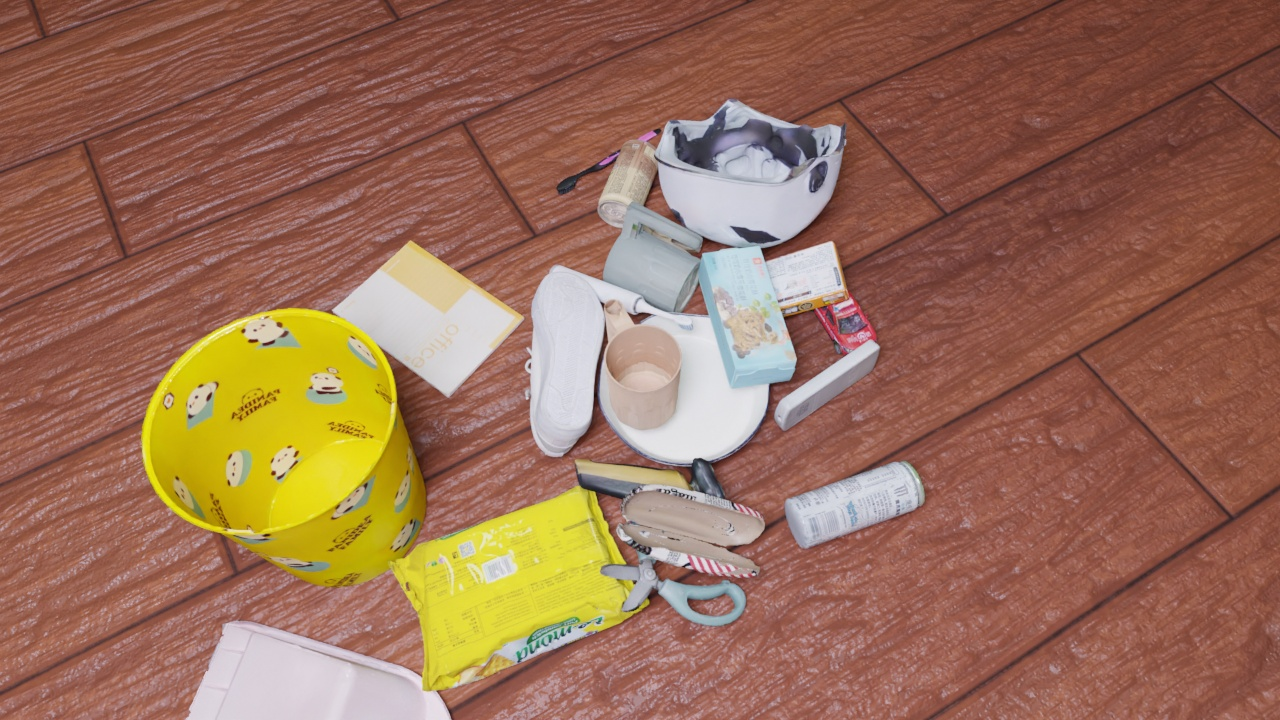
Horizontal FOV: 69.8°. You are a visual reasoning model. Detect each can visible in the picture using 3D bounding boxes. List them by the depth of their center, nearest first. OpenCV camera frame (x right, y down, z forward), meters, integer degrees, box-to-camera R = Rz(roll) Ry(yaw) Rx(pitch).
[{"bbox_3d":[0.237,0.160,1.021,0.146,0.058,0.058,-17,62,-9],"label":"can"},{"bbox_3d":[-0.015,-0.242,1.252,0.058,0.059,0.116,15,62,9],"label":"can"}]

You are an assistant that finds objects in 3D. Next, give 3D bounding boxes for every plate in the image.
[{"bbox_3d":[0.051,0.037,1.102,0.205,0.046,0.204,-1,62,1],"label":"plate"}]

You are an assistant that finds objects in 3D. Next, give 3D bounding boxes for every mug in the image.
[{"bbox_3d":[-0.006,0.006,1.035,0.084,0.104,0.124,-25,63,-12],"label":"mug"},{"bbox_3d":[0.020,-0.127,1.152,0.103,0.124,0.083,28,46,13],"label":"mug"}]

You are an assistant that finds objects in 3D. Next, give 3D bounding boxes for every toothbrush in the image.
[{"bbox_3d":[-0.026,-0.078,1.143,0.221,0.026,0.026,22,65,32],"label":"toothbrush"},{"bbox_3d":[-0.043,-0.284,1.306,0.188,0.018,0.014,-35,66,-21],"label":"toothbrush"}]

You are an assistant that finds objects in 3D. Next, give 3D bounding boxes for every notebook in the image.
[{"bbox_3d":[-0.273,-0.058,1.181,0.206,0.010,0.145,34,67,18],"label":"notebook"}]

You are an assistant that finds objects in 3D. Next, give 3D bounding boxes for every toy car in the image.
[{"bbox_3d":[0.251,-0.059,1.153,0.053,0.045,0.120,-23,65,-10],"label":"toy car"}]

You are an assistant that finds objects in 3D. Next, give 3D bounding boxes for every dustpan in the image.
[{"bbox_3d":[-0.332,0.403,0.925,0.274,0.139,0.222,-2,57,32],"label":"dustpan"}]

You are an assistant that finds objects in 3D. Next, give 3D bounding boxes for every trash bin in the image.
[{"bbox_3d":[-0.338,0.111,0.947,0.229,0.256,0.229,0,60,0],"label":"trash bin"}]

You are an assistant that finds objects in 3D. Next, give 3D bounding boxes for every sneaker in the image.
[{"bbox_3d":[-0.094,0.005,1.104,0.089,0.091,0.241,8,53,-13],"label":"sneaker"}]

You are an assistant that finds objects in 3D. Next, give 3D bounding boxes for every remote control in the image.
[{"bbox_3d":[0.222,0.029,1.095,0.149,0.058,0.021,-32,62,-16],"label":"remote control"}]

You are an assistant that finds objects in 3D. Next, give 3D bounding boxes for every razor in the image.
[{"bbox_3d":[0.009,0.131,1.007,0.167,0.062,0.067,10,83,-9],"label":"razor"}]

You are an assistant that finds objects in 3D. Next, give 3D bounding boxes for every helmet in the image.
[{"bbox_3d":[0.135,-0.223,1.175,0.229,0.146,0.257,19,40,28],"label":"helmet"}]

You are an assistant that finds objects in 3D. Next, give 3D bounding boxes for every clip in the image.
[{"bbox_3d":[0.031,-0.160,1.211,0.099,0.066,0.034,26,64,3],"label":"clip"}]

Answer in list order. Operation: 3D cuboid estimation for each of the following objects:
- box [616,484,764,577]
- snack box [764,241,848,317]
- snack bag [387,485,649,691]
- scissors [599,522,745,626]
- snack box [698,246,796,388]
[{"bbox_3d":[0.057,0.172,0.966,0.163,0.076,0.087,16,90,-18],"label":"box"},{"bbox_3d":[0.178,-0.093,1.153,0.154,0.026,0.075,-16,60,17],"label":"snack box"},{"bbox_3d":[-0.133,0.235,0.982,0.246,0.068,0.158,-20,62,-9],"label":"snack bag"},{"bbox_3d":[0.033,0.211,0.991,0.170,0.019,0.181,14,44,-20],"label":"scissors"},{"bbox_3d":[0.125,-0.054,1.096,0.074,0.052,0.174,-9,60,-7],"label":"snack box"}]
